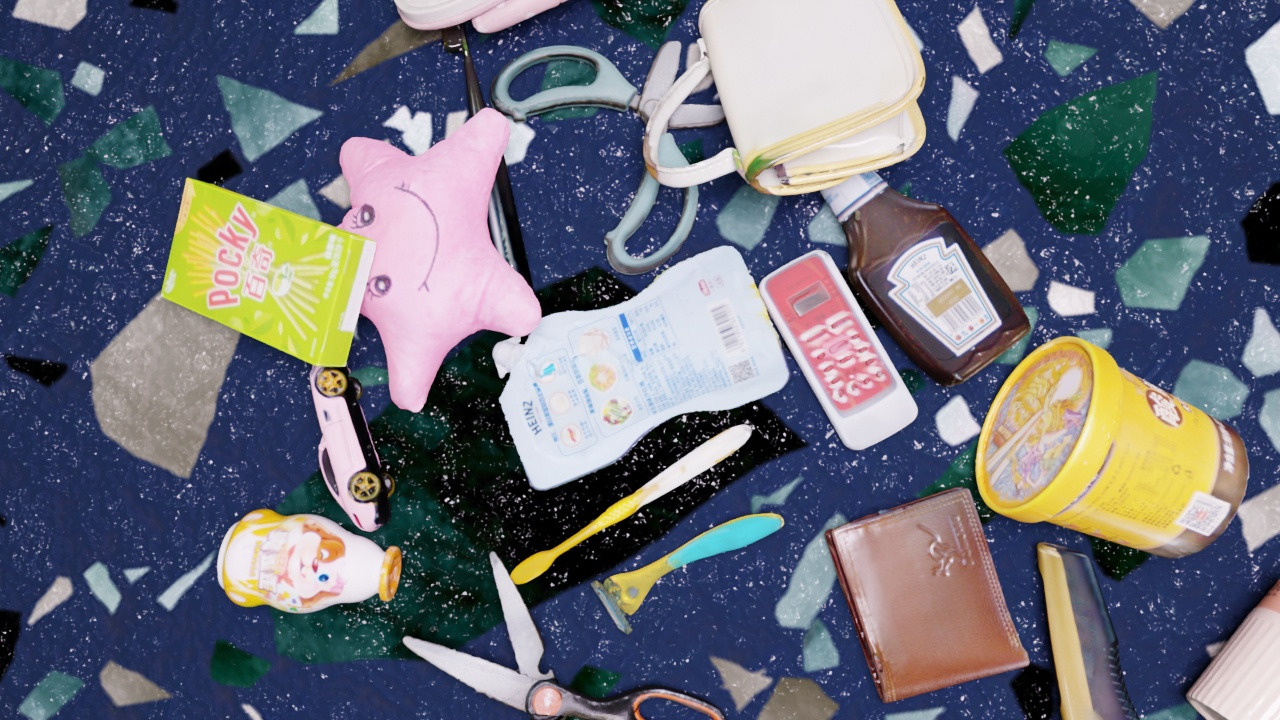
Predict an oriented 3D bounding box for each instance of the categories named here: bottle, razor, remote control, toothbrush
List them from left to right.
[{"bbox_3d":[-0.213,0.133,0.597,0.108,0.063,0.063,6,85,1],"label":"bottle"},{"bbox_3d":[-0.107,-0.138,0.639,0.027,0.026,0.212,-13,84,-6],"label":"toothbrush"},{"bbox_3d":[-0.006,0.097,0.622,0.191,0.018,0.016,-32,87,-4],"label":"toothbrush"},{"bbox_3d":[0.034,0.133,0.609,0.132,0.028,0.043,-28,108,2],"label":"razor"},{"bbox_3d":[0.134,-0.007,0.625,0.056,0.020,0.136,-28,84,-2],"label":"remote control"},{"bbox_3d":[0.174,-0.077,0.620,0.080,0.044,0.195,-37,84,-3],"label":"bottle"},{"bbox_3d":[0.283,0.201,0.591,0.068,0.062,0.167,-14,78,31],"label":"razor"}]

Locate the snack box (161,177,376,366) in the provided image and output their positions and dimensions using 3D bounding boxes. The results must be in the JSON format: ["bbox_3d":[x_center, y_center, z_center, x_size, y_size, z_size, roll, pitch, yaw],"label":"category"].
[{"bbox_3d":[-0.246,-0.059,0.599,0.156,0.026,0.086,21,98,25],"label":"snack box"}]

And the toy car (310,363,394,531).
[{"bbox_3d":[-0.195,0.054,0.609,0.037,0.056,0.122,-18,84,-8],"label":"toy car"}]

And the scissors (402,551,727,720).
[{"bbox_3d":[-0.047,0.238,0.588,0.221,0.022,0.227,7,78,-7],"label":"scissors"}]

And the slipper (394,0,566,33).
[{"bbox_3d":[-0.045,-0.303,0.629,0.274,0.054,0.114,-29,62,4],"label":"slipper"}]

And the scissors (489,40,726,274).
[{"bbox_3d":[-0.029,-0.151,0.643,0.170,0.019,0.171,13,86,4],"label":"scissors"}]

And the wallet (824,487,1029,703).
[{"bbox_3d":[0.188,0.154,0.605,0.101,0.032,0.124,-17,85,-3],"label":"wallet"}]

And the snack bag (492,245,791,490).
[{"bbox_3d":[-0.004,0.004,0.619,0.191,0.039,0.110,-23,90,1],"label":"snack bag"}]

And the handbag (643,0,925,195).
[{"bbox_3d":[0.083,-0.177,0.602,0.179,0.063,0.163,-19,57,13],"label":"handbag"}]

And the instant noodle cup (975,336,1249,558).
[{"bbox_3d":[0.293,0.060,0.572,0.114,0.118,0.118,22,85,-4],"label":"instant noodle cup"}]

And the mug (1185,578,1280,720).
[{"bbox_3d":[0.420,0.206,0.576,0.114,0.081,0.106,42,88,-25],"label":"mug"}]

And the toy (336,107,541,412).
[{"bbox_3d":[-0.156,-0.063,0.608,0.179,0.074,0.194,-11,83,14],"label":"toy"}]
